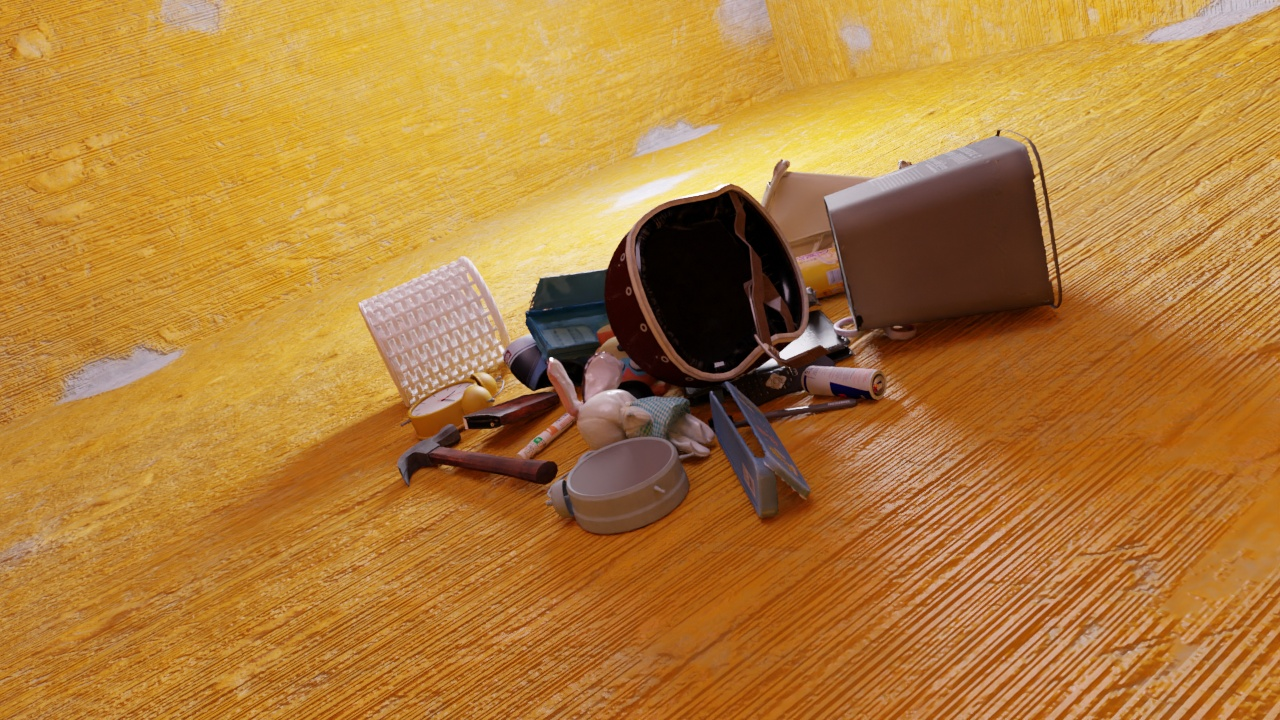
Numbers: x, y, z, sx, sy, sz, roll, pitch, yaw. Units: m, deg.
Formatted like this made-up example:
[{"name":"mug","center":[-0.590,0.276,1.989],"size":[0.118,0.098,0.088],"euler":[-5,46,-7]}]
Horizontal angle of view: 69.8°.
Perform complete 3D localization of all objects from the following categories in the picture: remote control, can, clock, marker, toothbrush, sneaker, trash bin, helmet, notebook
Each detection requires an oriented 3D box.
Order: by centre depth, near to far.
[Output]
[{"name":"clock","center":[-0.025,0.127,0.949],"size":[0.160,0.045,0.122],"euler":[-5,23,32]},{"name":"can","center":[0.222,0.024,1.009],"size":[0.032,0.032,0.095],"euler":[-34,24,-36]},{"name":"toothbrush","center":[0.155,0.059,1.011],"size":[0.167,0.013,0.012],"euler":[-10,21,18]},{"name":"helmet","center":[0.085,-0.076,1.053],"size":[0.254,0.233,0.233],"euler":[-25,-6,29]},{"name":"remote control","center":[0.168,0.023,1.071],"size":[0.124,0.009,0.046],"euler":[-18,44,2]},{"name":"trash bin","center":[0.344,-0.143,1.081],"size":[0.220,0.197,0.197],"euler":[-13,16,12]},{"name":"marker","center":[-0.107,0.088,1.172],"size":[0.017,0.017,0.145],"euler":[-3,25,39]},{"name":"notebook","center":[0.151,-0.007,1.173],"size":[0.209,0.029,0.169],"euler":[-20,19,3]},{"name":"can","center":[0.257,-0.123,1.319],"size":[0.105,0.068,0.067],"euler":[-15,20,11]},{"name":"clock","center":[-0.269,0.064,1.339],"size":[0.152,0.052,0.113],"euler":[-21,19,6]},{"name":"sneaker","center":[-0.079,-0.004,1.348],"size":[0.240,0.084,0.098],"euler":[-20,60,-38]}]

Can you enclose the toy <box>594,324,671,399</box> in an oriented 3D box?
[{"name":"toy","center":[-0.007,0.008,1.183],"size":[0.112,0.096,0.175],"euler":[-15,47,9]}]

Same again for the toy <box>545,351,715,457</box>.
[{"name":"toy","center":[-0.007,0.070,1.038],"size":[0.205,0.106,0.130],"euler":[23,20,28]}]

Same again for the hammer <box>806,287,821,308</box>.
[{"name":"hammer","center":[0.088,-0.037,1.261],"size":[0.317,0.028,0.147],"euler":[-20,-5,15]}]

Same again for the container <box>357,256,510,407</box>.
[{"name":"container","center":[-0.330,-0.046,1.485],"size":[0.186,0.189,0.189],"euler":[-26,21,-15]}]

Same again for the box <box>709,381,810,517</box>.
[{"name":"box","center":[0.120,0.078,0.912],"size":[0.064,0.069,0.210],"euler":[-13,19,-4]}]

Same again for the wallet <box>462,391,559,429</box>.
[{"name":"wallet","center":[-0.173,0.067,1.240],"size":[0.072,0.019,0.122],"euler":[-4,10,37]}]

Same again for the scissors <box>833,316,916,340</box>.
[{"name":"scissors","center":[0.281,-0.057,1.168],"size":[0.108,0.016,0.179],"euler":[-2,20,2]}]

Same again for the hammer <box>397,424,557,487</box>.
[{"name":"hammer","center":[-0.202,0.125,1.130],"size":[0.110,0.028,0.301],"euler":[-34,22,-36]}]

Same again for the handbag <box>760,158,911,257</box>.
[{"name":"handbag","center":[0.283,-0.205,1.373],"size":[0.229,0.184,0.131],"euler":[4,28,14]}]

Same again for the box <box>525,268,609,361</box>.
[{"name":"box","center":[-0.037,-0.079,1.293],"size":[0.231,0.110,0.094],"euler":[-9,47,-26]}]
